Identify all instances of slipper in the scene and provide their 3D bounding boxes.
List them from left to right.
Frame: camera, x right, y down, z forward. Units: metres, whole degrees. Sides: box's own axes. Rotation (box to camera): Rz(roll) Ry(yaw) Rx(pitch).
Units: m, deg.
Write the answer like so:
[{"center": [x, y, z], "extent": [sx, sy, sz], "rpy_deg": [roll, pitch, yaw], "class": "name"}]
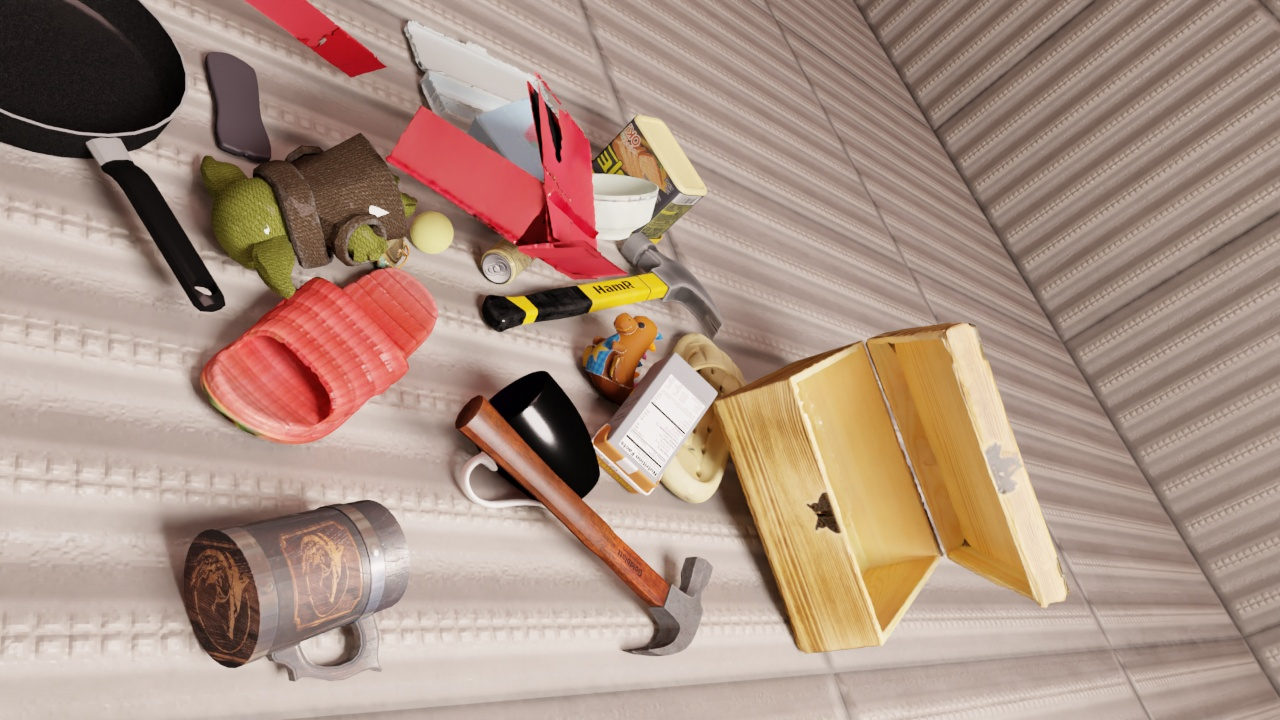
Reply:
[{"center": [-0.227, -0.019, 0.715], "extent": [0.103, 0.059, 0.248], "rpy_deg": [47, 31, -4], "class": "slipper"}, {"center": [0.080, 0.049, 1.003], "extent": [0.111, 0.079, 0.260], "rpy_deg": [44, 33, -16], "class": "slipper"}]

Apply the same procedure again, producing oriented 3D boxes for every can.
[{"center": [-0.130, -0.109, 0.939], "extent": [0.038, 0.038, 0.079], "rpy_deg": [45, 33, -8], "class": "can"}, {"center": [0.008, -0.231, 1.170], "extent": [0.072, 0.101, 0.130], "rpy_deg": [-11, 66, -54], "class": "can"}]

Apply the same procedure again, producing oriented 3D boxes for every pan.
[{"center": [-0.404, -0.172, 0.666], "extent": [0.355, 0.044, 0.203], "rpy_deg": [56, 33, 8], "class": "pan"}]

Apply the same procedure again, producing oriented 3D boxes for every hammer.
[{"center": [-0.041, 0.136, 0.738], "extent": [0.300, 0.028, 0.110], "rpy_deg": [50, 45, -30], "class": "hammer"}, {"center": [-0.041, -0.067, 0.989], "extent": [0.170, 0.034, 0.323], "rpy_deg": [45, 34, 23], "class": "hammer"}]

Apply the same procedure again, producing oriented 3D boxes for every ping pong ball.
[{"center": [-0.197, -0.121, 0.868], "extent": [0.040, 0.040, 0.040], "rpy_deg": [31, 37, -28], "class": "ping pong ball"}]

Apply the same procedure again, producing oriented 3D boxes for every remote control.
[{"center": [-0.356, -0.225, 0.809], "extent": [0.046, 0.009, 0.124], "rpy_deg": [10, 50, -46], "class": "remote control"}]

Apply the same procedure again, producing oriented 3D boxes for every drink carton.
[{"center": [0.012, 0.060, 0.887], "extent": [0.076, 0.049, 0.124], "rpy_deg": [43, 60, -10], "class": "drink carton"}]

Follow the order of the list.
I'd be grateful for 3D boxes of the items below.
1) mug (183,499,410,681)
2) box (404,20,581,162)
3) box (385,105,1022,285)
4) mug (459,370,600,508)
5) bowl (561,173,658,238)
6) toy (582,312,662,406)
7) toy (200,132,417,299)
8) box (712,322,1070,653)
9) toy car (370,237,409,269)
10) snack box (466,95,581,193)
[{"center": [-0.207, 0.150, 0.566], "extent": [0.107, 0.080, 0.116], "rpy_deg": [-7, 91, -54], "class": "mug"}, {"center": [-0.178, -0.312, 1.100], "extent": [0.208, 0.038, 0.190], "rpy_deg": [9, 43, -46], "class": "box"}, {"center": [0.040, -0.113, 0.773], "extent": [0.468, 0.138, 0.214], "rpy_deg": [15, 0, 8], "class": "box"}, {"center": [-0.093, 0.083, 0.768], "extent": [0.118, 0.085, 0.100], "rpy_deg": [-46, 113, -27], "class": "mug"}, {"center": [-0.038, -0.178, 1.081], "extent": [0.117, 0.061, 0.117], "rpy_deg": [3, 23, -1], "class": "bowl"}, {"center": [-0.006, 0.005, 0.940], "extent": [0.090, 0.071, 0.103], "rpy_deg": [-51, 121, -14], "class": "toy"}, {"center": [-0.257, -0.119, 0.726], "extent": [0.152, 0.078, 0.179], "rpy_deg": [-25, 55, -26], "class": "toy"}, {"center": [0.282, 0.111, 0.962], "extent": [0.268, 0.265, 0.279], "rpy_deg": [-20, 89, -58], "class": "box"}, {"center": [-0.246, -0.131, 0.812], "extent": [0.112, 0.047, 0.047], "rpy_deg": [41, 37, -14], "class": "toy car"}, {"center": [-0.131, -0.205, 0.963], "extent": [0.079, 0.095, 0.093], "rpy_deg": [-33, 85, -35], "class": "snack box"}]
